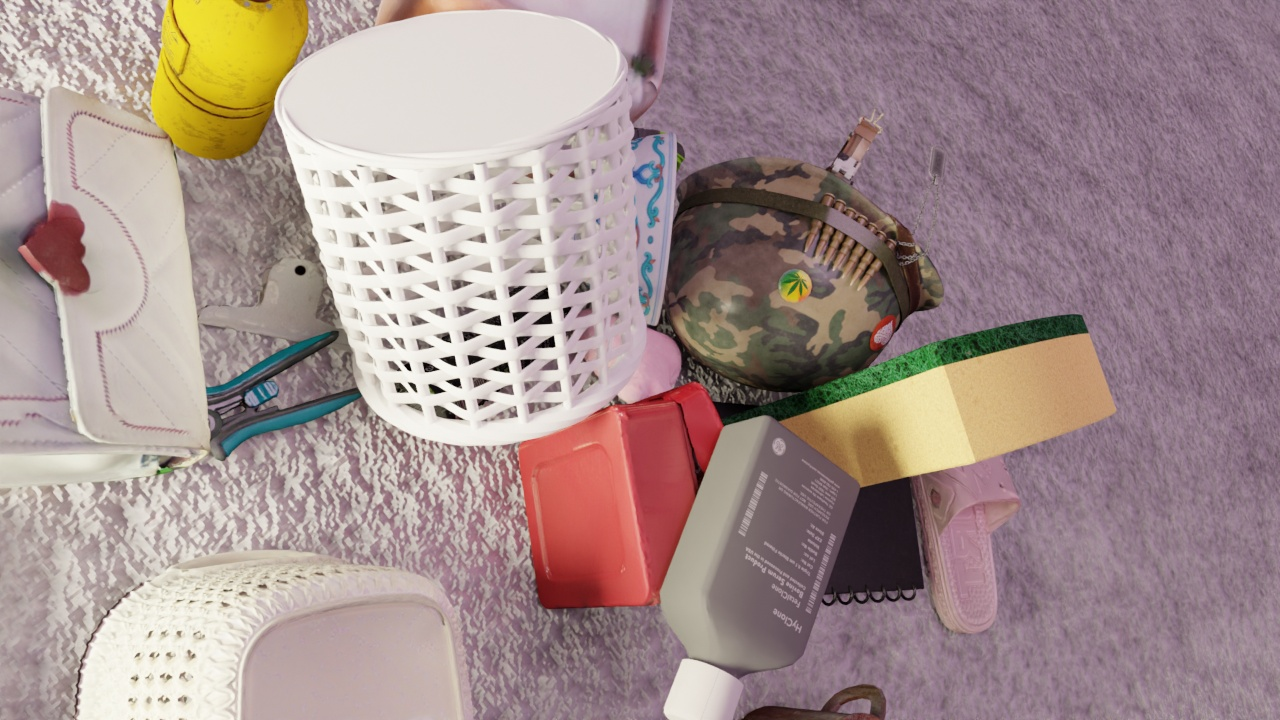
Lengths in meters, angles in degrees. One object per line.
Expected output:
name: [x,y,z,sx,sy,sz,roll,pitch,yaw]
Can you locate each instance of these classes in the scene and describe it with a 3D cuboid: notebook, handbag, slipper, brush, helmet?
notebook: [0.155,0.127,0.800,0.231,0.019,0.169,6,72,-32]
handbag: [-0.306,-0.037,0.481,0.141,0.096,0.198,2,69,-51]
slipper: [0.313,0.137,0.875,0.094,0.065,0.239,7,74,-32]
brush: [0.196,0.044,0.687,0.194,0.251,0.075,-9,79,-39]
helmet: [0.133,-0.088,0.739,0.224,0.193,0.236,12,79,-1]

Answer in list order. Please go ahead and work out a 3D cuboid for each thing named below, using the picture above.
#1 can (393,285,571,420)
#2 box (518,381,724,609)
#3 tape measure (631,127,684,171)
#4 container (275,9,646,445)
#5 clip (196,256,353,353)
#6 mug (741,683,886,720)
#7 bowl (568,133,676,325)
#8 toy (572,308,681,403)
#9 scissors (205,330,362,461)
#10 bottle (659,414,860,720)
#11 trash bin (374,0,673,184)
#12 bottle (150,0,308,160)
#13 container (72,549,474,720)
can: [-0.108,-0.004,0.641,0.137,0.054,0.054,-40,100,-35]
box: [-0.012,0.095,0.616,0.117,0.158,0.135,-21,87,-31]
tape measure: [0.001,-0.169,0.758,0.065,0.059,0.035,4,70,-32]
container: [-0.094,-0.080,0.540,0.188,0.189,0.187,-40,143,-35]
clip: [-0.225,-0.040,0.589,0.101,0.040,0.054,12,83,-31]
mug: [0.136,0.294,0.686,0.096,0.110,0.122,53,55,-16]
bowl: [-0.018,-0.101,0.692,0.074,0.144,0.143,5,71,-3]
toy: [-0.004,0.004,0.702,0.099,0.053,0.095,19,33,-29]
scissors: [-0.241,0.025,0.565,0.130,0.019,0.150,22,70,-21]
bottle: [0.061,0.127,0.530,0.083,0.046,0.173,36,61,-20]
trash bin: [-0.079,-0.281,0.678,0.181,0.158,0.259,19,67,-28]
bottle: [-0.240,-0.183,0.537,0.071,0.164,0.071,10,71,-31]
container: [-0.176,0.220,0.476,0.184,0.144,0.251,4,74,-47]
